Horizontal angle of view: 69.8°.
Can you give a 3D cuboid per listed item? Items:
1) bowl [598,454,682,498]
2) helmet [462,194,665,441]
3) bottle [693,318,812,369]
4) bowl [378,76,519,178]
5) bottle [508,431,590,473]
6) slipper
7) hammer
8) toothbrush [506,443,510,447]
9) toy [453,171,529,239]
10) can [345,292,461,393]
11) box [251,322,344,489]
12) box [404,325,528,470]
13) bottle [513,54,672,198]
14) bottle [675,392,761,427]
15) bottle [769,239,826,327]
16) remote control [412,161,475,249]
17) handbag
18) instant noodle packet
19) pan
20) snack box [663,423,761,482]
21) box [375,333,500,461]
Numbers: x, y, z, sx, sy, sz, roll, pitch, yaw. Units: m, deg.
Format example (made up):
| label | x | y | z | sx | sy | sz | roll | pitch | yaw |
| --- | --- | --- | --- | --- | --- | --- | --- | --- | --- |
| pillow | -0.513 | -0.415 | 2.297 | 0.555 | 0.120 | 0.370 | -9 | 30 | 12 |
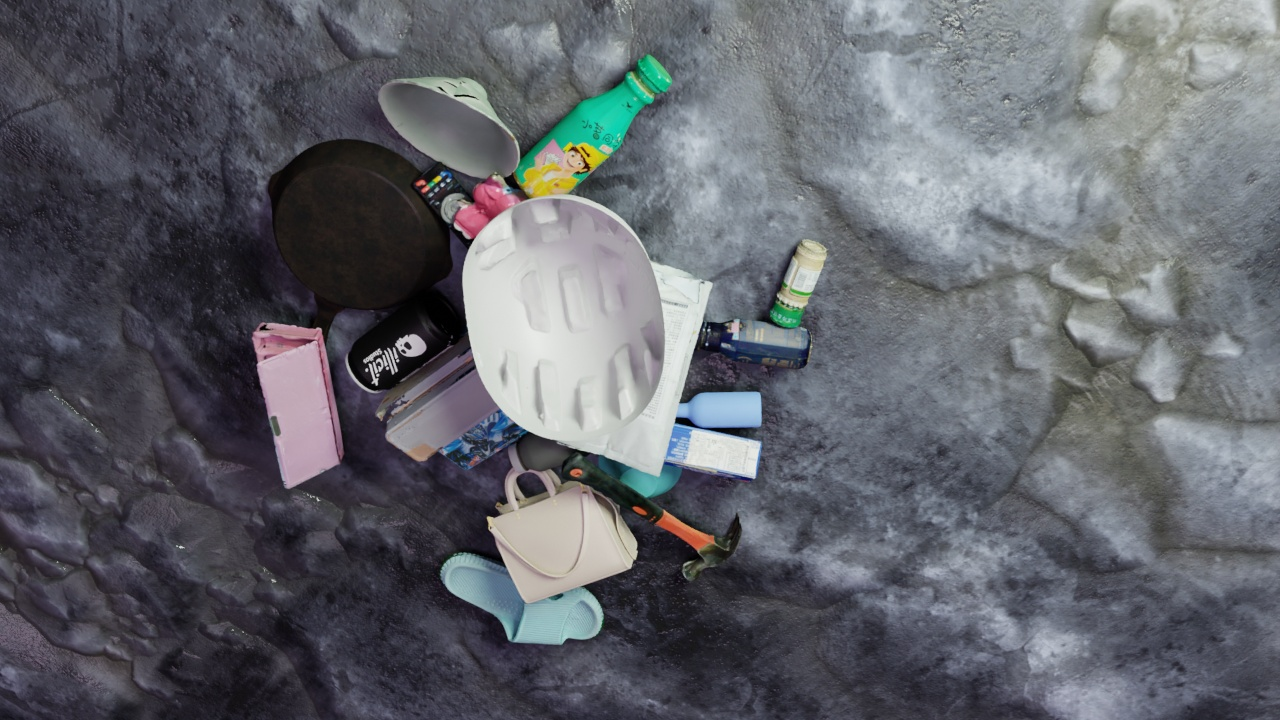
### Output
| label | x | y | z | sx | sy | sz | roll | pitch | yaw |
| --- | --- | --- | --- | --- | --- | --- | --- | --- | --- |
| bowl | -0.002 | 0.162 | 1.310 | 0.121 | 0.046 | 0.121 | 2 | 120 | 4 |
| helmet | -0.081 | -0.048 | 1.068 | 0.224 | 0.183 | 0.282 | -16 | 88 | 11 |
| bottle | 0.138 | -0.024 | 1.186 | 0.161 | 0.056 | 0.056 | 7 | 120 | 0 |
| bowl | -0.207 | -0.286 | 1.055 | 0.174 | 0.067 | 0.174 | 20 | 161 | 7 |
| bottle | -0.127 | 0.121 | 1.284 | 0.108 | 0.060 | 0.060 | -20 | 116 | 8 |
| slipper | -0.187 | 0.381 | 1.440 | 0.276 | 0.069 | 0.116 | 21 | 116 | -7 |
| hammer | 0.015 | 0.215 | 1.299 | 0.133 | 0.033 | 0.333 | -39 | 126 | 23 |
| toothbrush | -0.208 | 0.112 | 1.318 | 0.132 | 0.016 | 0.021 | 25 | 118 | -6 |
| toy | -0.183 | -0.191 | 1.116 | 0.103 | 0.050 | 0.065 | -35 | 124 | 29 |
| can | -0.313 | -0.022 | 1.211 | 0.146 | 0.080 | 0.080 | -32 | 112 | 20 |
| box | -0.472 | 0.069 | 1.249 | 0.099 | 0.098 | 0.233 | 9 | 128 | 2 |
| box | -0.199 | 0.036 | 1.238 | 0.244 | 0.063 | 0.174 | -32 | 108 | 17 |
| bottle | -0.054 | -0.265 | 1.059 | 0.210 | 0.068 | 0.068 | -38 | 110 | 23 |
| bottle | 0.097 | 0.068 | 1.247 | 0.131 | 0.048 | 0.048 | -1 | 119 | 5 |
| bottle | 0.198 | -0.096 | 1.150 | 0.042 | 0.042 | 0.110 | 16 | 118 | -4 |
| remote control | -0.221 | -0.179 | 1.142 | 0.045 | 0.021 | 0.140 | -41 | 115 | -4 |
| handbag | -0.127 | 0.233 | 1.343 | 0.195 | 0.101 | 0.198 | -22 | 104 | 15 |
| instant noodle packet | -0.007 | 0.007 | 1.184 | 0.147 | 0.057 | 0.269 | 19 | 107 | 9 |
| pan | -0.389 | -0.112 | 1.188 | 0.248 | 0.043 | 0.357 | 26 | 118 | -10 |
| snack box | 0.049 | 0.117 | 1.259 | 0.226 | 0.059 | 0.059 | 12 | 77 | 1 |
| box | -0.238 | 0.041 | 1.198 | 0.217 | 0.094 | 0.107 | -34 | 100 | 18 |
